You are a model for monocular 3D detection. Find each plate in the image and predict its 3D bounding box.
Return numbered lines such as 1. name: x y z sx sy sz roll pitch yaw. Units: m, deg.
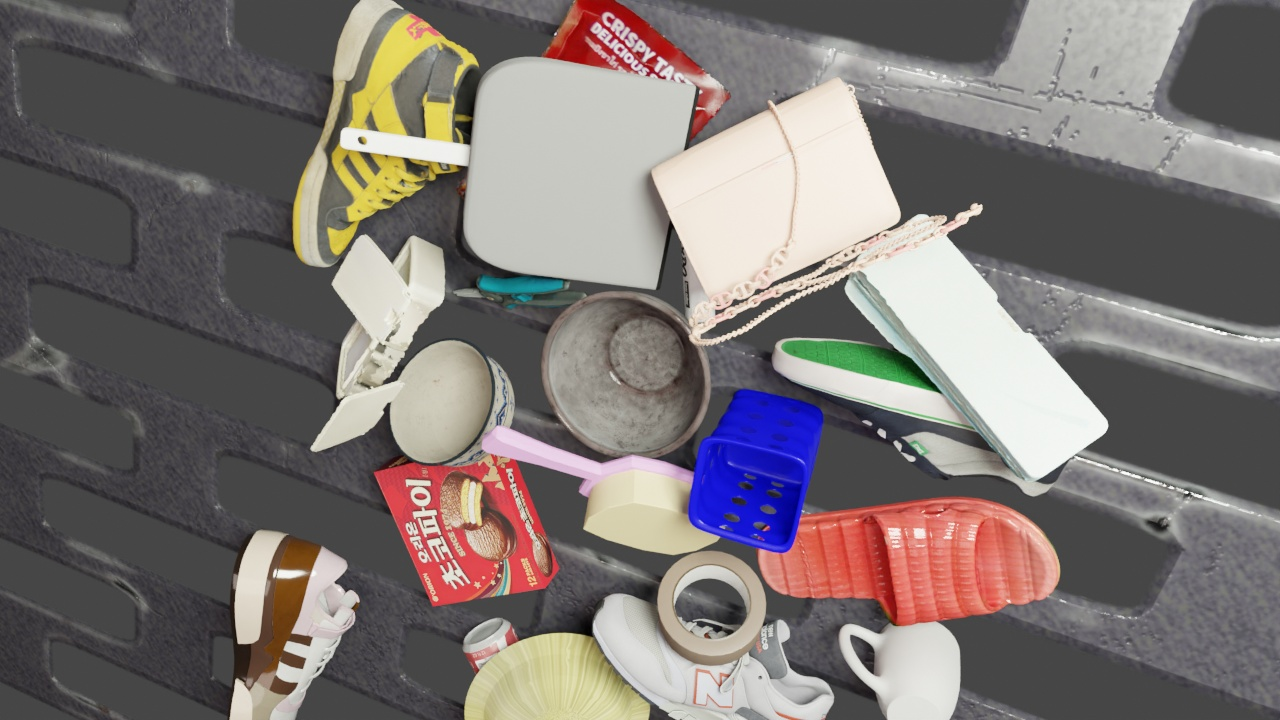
1. plate: -0.081 0.357 0.903 0.184 0.036 0.184 -2 110 -5

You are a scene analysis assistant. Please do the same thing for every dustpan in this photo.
1. dustpan: -0.097 -0.149 0.703 0.257 0.033 0.163 6 114 -13

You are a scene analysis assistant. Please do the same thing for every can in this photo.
1. can: -0.139 0.317 0.938 0.054 0.053 0.096 -20 101 24

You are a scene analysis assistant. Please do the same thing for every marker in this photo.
1. marker: 0.046 -0.094 0.745 0.025 0.025 0.126 2 109 18

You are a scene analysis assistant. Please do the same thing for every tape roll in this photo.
1. tape roll: 0.062 0.216 0.802 0.094 0.093 0.030 16 148 13

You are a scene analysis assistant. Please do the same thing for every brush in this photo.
1. brush: -0.028 0.109 0.761 0.228 0.043 0.089 23 141 -31

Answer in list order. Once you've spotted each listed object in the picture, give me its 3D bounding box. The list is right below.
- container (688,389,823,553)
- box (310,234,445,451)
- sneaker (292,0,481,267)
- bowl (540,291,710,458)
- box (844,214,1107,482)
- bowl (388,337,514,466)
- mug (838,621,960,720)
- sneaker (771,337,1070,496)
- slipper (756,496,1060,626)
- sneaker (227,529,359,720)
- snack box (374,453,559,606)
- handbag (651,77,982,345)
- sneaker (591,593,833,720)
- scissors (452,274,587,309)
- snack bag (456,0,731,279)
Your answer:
1. container: 0.097 0.084 0.741 0.085 0.113 0.084 14 112 13
2. box: -0.230 -0.018 0.774 0.081 0.181 0.144 26 115 -28
3. sneaker: -0.205 -0.167 0.770 0.122 0.085 0.239 27 116 6
4. bowl: -0.004 0.004 0.773 0.145 0.067 0.145 6 110 17
5. box: 0.232 -0.009 0.647 0.199 0.085 0.073 53 146 16
6. bowl: -0.163 0.043 0.829 0.116 0.059 0.115 -9 71 25
7. mug: 0.217 0.265 0.779 0.107 0.089 0.071 25 115 9
8. sneaker: 0.211 0.046 0.709 0.235 0.084 0.079 17 113 8
9. slipper: 0.214 0.172 0.765 0.249 0.059 0.103 -4 108 21
10. sneaker: -0.372 0.315 1.002 0.116 0.111 0.294 9 112 -6
11. snack box: -0.170 0.157 0.901 0.133 0.035 0.152 -15 103 23
12. handbag: 0.103 -0.116 0.624 0.199 0.187 0.116 -24 101 12
13. sneaker: 0.078 0.275 0.839 0.240 0.088 0.124 43 112 -9
14. scissors: -0.112 -0.063 0.789 0.130 0.135 0.019 19 71 -4
15. snack bag: -0.047 -0.172 0.729 0.139 0.066 0.208 39 115 -6
